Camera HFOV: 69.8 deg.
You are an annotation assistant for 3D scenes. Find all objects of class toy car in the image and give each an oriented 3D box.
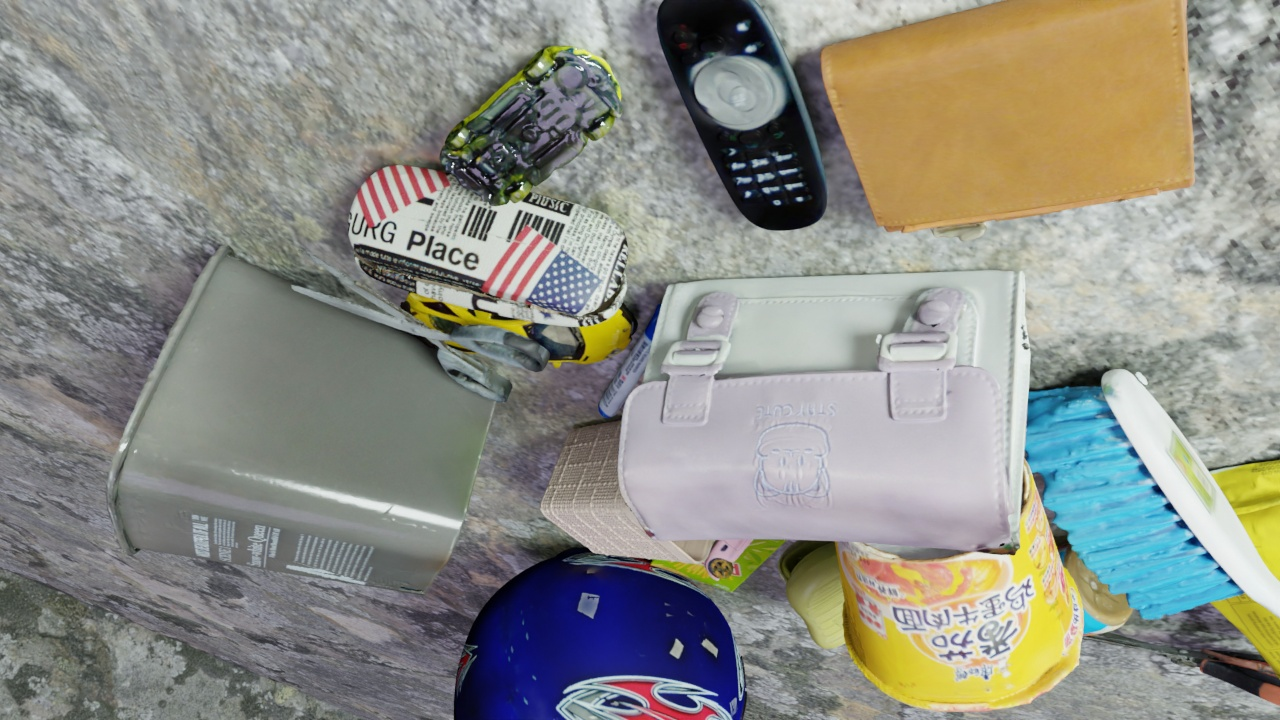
[{"bbox_3d":[-0.054,-0.118,0.455,0.105,0.032,0.048,-28,126,35],"label":"toy car"},{"bbox_3d":[0.081,0.119,0.700,0.037,0.056,0.123,36,127,7],"label":"toy car"},{"bbox_3d":[-0.079,-0.027,0.594,0.156,0.041,0.071,6,146,15],"label":"toy car"}]

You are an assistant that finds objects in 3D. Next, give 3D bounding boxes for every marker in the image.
[{"bbox_3d":[-0.004,0.004,0.625,0.017,0.016,0.146,22,147,-7],"label":"marker"}]

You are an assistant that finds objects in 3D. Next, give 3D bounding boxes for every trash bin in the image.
[{"bbox_3d":[-0.238,0.064,0.679,0.219,0.198,0.200,20,148,-14],"label":"trash bin"}]

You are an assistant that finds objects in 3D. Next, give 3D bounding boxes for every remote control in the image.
[{"bbox_3d":[0.050,-0.113,0.417,0.053,0.024,0.136,-1,142,30],"label":"remote control"}]

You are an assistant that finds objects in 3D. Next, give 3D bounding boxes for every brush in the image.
[{"bbox_3d":[0.338,0.131,0.518,0.110,0.060,0.314,-33,95,41],"label":"brush"}]

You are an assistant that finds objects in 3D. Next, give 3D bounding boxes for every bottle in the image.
[{"bbox_3d":[0.290,0.203,0.736,0.065,0.065,0.219,24,147,-9],"label":"bottle"}]

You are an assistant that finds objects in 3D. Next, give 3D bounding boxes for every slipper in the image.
[{"bbox_3d":[0.160,0.175,0.754,0.092,0.081,0.190,-31,147,6],"label":"slipper"}]

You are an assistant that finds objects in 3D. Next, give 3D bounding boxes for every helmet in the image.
[{"bbox_3d":[-0.015,0.317,0.900,0.315,0.246,0.241,26,131,-29],"label":"helmet"}]

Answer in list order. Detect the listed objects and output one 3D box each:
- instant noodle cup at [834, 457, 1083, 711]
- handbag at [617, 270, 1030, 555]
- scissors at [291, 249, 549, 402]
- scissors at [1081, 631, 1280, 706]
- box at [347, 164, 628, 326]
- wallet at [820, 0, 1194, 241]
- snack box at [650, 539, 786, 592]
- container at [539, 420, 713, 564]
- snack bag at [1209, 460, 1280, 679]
[{"bbox_3d":[0.173,0.110,0.524,0.138,0.137,0.110,-3,127,29],"label":"instant noodle cup"},{"bbox_3d":[0.099,0.026,0.490,0.197,0.144,0.098,-1,146,26],"label":"handbag"},{"bbox_3d":[-0.137,-0.019,0.584,0.181,0.014,0.159,12,154,19],"label":"scissors"},{"bbox_3d":[0.451,0.238,0.715,0.189,0.015,0.222,8,-178,-23],"label":"scissors"},{"bbox_3d":[-0.087,-0.067,0.515,0.163,0.074,0.081,17,139,7],"label":"box"},{"bbox_3d":[0.153,-0.099,0.381,0.132,0.031,0.108,-5,138,32],"label":"wallet"},{"bbox_3d":[0.067,0.162,0.818,0.086,0.026,0.157,20,148,-2],"label":"snack box"},{"bbox_3d":[-0.006,0.099,0.706,0.111,0.090,0.090,-9,139,41],"label":"container"},{"bbox_3d":[0.441,0.140,0.567,0.246,0.068,0.158,38,142,-27],"label":"snack bag"}]
